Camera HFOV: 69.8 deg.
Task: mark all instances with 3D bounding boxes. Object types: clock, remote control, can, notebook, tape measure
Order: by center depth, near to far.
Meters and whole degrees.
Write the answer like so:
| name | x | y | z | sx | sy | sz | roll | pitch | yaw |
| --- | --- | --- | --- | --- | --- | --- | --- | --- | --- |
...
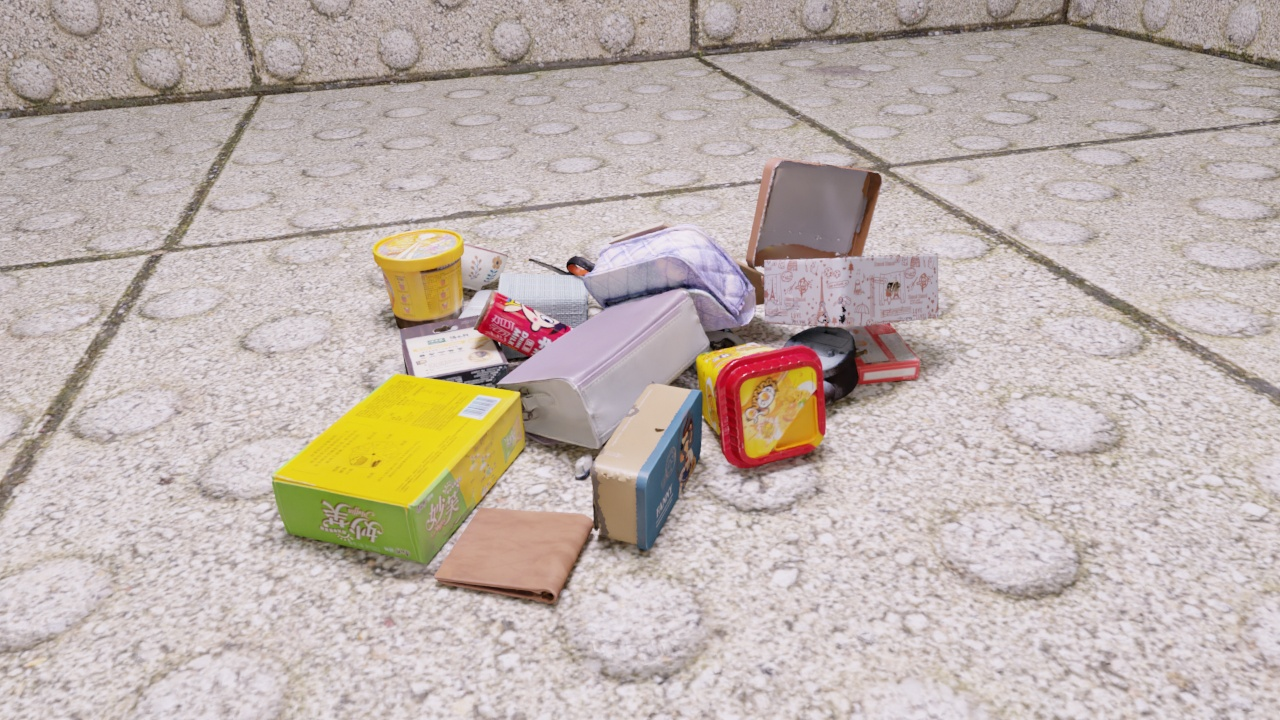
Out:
| name | x | y | z | sx | sy | sz | roll | pitch | yaw |
| --- | --- | --- | --- | --- | --- | --- | --- | --- | --- |
| clock | 0.195 | 0.012 | 1.027 | 0.082 | 0.055 | 0.121 | 18 | 51 | 42 |
| tape measure | 0.096 | -0.006 | 1.091 | 0.065 | 0.034 | 0.066 | -21 | 45 | -32 |
| can | -0.128 | -0.032 | 1.093 | 0.132 | 0.053 | 0.053 | 26 | 26 | -11 |
| notebook | 0.081 | -0.117 | 1.149 | 0.211 | 0.012 | 0.150 | 24 | -11 | -24 |
| remote control | -0.215 | -0.061 | 1.249 | 0.056 | 0.020 | 0.135 | 1 | 29 | 8 |

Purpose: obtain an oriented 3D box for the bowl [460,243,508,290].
| name | x | y | z | sx | sy | sz | roll | pitch | yaw |
| --- | --- | --- | --- | --- | --- | --- | --- | --- | --- |
| bowl | -0.254 | -0.136 | 1.332 | 0.113 | 0.062 | 0.113 | 13 | 3 | -1 |

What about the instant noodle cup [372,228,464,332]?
| name | x | y | z | sx | sy | sz | roll | pitch | yaw |
| --- | --- | --- | --- | --- | --- | --- | --- | --- | --- |
| instant noodle cup | -0.292 | -0.106 | 1.241 | 0.118 | 0.115 | 0.118 | -3 | 28 | 1 |

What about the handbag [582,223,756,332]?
| name | x | y | z | sx | sy | sz | roll | pitch | yaw |
| --- | --- | --- | --- | --- | --- | --- | --- | --- | --- |
| handbag | 0.028 | -0.082 | 1.091 | 0.194 | 0.134 | 0.075 | -9 | 45 | 50 |

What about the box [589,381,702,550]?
| name | x | y | z | sx | sy | sz | roll | pitch | yaw |
| --- | --- | --- | --- | --- | --- | --- | --- | --- | --- |
| box | 0.007 | 0.097 | 0.863 | 0.060 | 0.090 | 0.183 | 8 | 32 | 17 |

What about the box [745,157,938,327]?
| name | x | y | z | sx | sy | sz | roll | pitch | yaw |
| --- | --- | --- | --- | --- | --- | --- | --- | --- | --- |
| box | 0.238 | -0.141 | 1.066 | 0.182 | 0.193 | 0.157 | -6 | 9 | -35 |

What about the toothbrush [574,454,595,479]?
| name | x | y | z | sx | sy | sz | roll | pitch | yaw |
| --- | --- | --- | --- | --- | --- | --- | --- | --- | --- |
| toothbrush | -0.015 | 0.076 | 0.982 | 0.016 | 0.018 | 0.180 | 10 | 29 | 32 |

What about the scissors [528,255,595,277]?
| name | x | y | z | sx | sy | sz | roll | pitch | yaw |
| --- | --- | --- | --- | --- | --- | --- | --- | --- | --- |
| scissors | -0.081 | -0.115 | 1.252 | 0.222 | 0.211 | 0.021 | 29 | 81 | 19 |

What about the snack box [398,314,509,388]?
| name | x | y | z | sx | sy | sz | roll | pitch | yaw |
| --- | --- | --- | --- | --- | --- | --- | --- | --- | --- |
| snack box | -0.224 | 0.000 | 1.101 | 0.113 | 0.053 | 0.125 | -11 | 29 | -15 |

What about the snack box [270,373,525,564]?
| name | x | y | z | sx | sy | sz | roll | pitch | yaw |
| --- | --- | --- | --- | --- | --- | --- | --- | --- | --- |
| snack box | -0.229 | 0.097 | 0.903 | 0.158 | 0.070 | 0.209 | 8 | 30 | 19 |

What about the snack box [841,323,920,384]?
| name | x | y | z | sx | sy | sz | roll | pitch | yaw |
| --- | --- | --- | --- | --- | --- | --- | --- | --- | --- |
| snack box | 0.278 | -0.020 | 1.122 | 0.075 | 0.025 | 0.152 | -6 | 28 | -4 |

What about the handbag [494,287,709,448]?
| name | x | y | z | sx | sy | sz | roll | pitch | yaw |
| --- | --- | --- | --- | --- | --- | --- | --- | --- | --- |
| handbag | -0.039 | 0.009 | 1.004 | 0.145 | 0.098 | 0.196 | 4 | 33 | 45 |

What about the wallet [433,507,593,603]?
| name | x | y | z | sx | sy | sz | roll | pitch | yaw |
| --- | --- | --- | --- | --- | --- | --- | --- | --- | --- |
| wallet | -0.110 | 0.169 | 0.814 | 0.115 | 0.020 | 0.101 | 3 | 29 | 17 |

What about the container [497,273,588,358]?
| name | x | y | z | sx | sy | sz | roll | pitch | yaw |
| --- | --- | --- | --- | --- | --- | --- | --- | --- | --- |
| container | -0.122 | -0.059 | 1.168 | 0.111 | 0.090 | 0.089 | -2 | 28 | -5 |

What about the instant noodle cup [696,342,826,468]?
| name | x | y | z | sx | sy | sz | roll | pitch | yaw |
| --- | --- | --- | --- | --- | --- | --- | --- | --- | --- |
| instant noodle cup | 0.117 | 0.036 | 0.954 | 0.116 | 0.116 | 0.124 | -12 | 18 | -16 |
